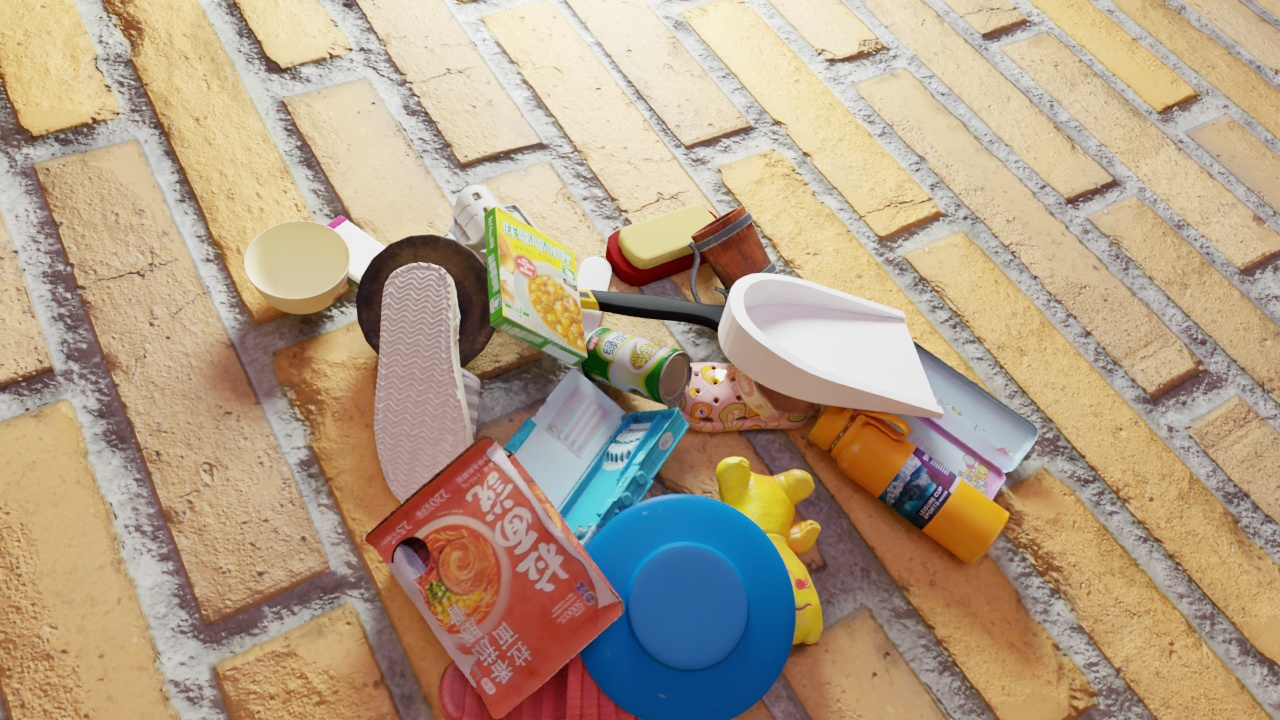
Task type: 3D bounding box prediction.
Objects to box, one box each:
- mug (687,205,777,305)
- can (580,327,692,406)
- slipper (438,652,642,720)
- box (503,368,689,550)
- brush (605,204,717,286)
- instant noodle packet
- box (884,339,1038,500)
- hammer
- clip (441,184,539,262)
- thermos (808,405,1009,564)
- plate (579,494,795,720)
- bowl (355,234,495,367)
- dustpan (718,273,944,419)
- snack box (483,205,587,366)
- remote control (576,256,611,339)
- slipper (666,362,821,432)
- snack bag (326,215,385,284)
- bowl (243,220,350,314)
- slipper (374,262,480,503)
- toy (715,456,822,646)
[{"bbox_3d":[0.112,-0.124,1.194,0.117,0.081,0.111,-32,99,-1],"label":"mug"},{"bbox_3d":[-0.006,0.006,1.080,0.121,0.067,0.067,18,51,34],"label":"can"},{"bbox_3d":[-0.071,0.318,0.892,0.248,0.059,0.103,2,56,-7],"label":"slipper"},{"bbox_3d":[-0.066,0.129,1.012,0.168,0.087,0.226,20,54,24],"label":"box"},{"bbox_3d":[0.038,-0.161,1.240,0.173,0.042,0.082,-22,63,-22],"label":"brush"},{"bbox_3d":[-0.138,0.211,0.899,0.164,0.084,0.221,-40,67,-3],"label":"instant noodle packet"},{"bbox_3d":[0.370,0.078,1.143,0.214,0.041,0.151,38,71,15],"label":"box"},{"bbox_3d":[-0.053,-0.075,1.155,0.323,0.029,0.126,7,55,2],"label":"hammer"},{"bbox_3d":[-0.210,-0.171,1.164,0.151,0.105,0.126,-16,36,-19],"label":"clip"},{"bbox_3d":[0.312,0.130,1.069,0.233,0.076,0.091,37,98,15],"label":"thermos"},{"bbox_3d":[0.045,0.240,0.895,0.224,0.024,0.224,2,71,-7],"label":"plate"},{"bbox_3d":[-0.244,-0.064,1.075,0.162,0.070,0.162,0,91,-1],"label":"bowl"},{"bbox_3d":[0.225,-0.030,1.102,0.257,0.053,0.191,7,41,-8],"label":"dustpan"},{"bbox_3d":[-0.123,-0.087,1.075,0.132,0.027,0.167,27,41,-42],"label":"snack box"},{"bbox_3d":[-0.067,-0.080,1.185,0.043,0.013,0.136,13,55,-2],"label":"remote control"},{"bbox_3d":[0.130,0.031,1.107,0.197,0.082,0.093,3,55,-11],"label":"slipper"},{"bbox_3d":[-0.332,-0.113,1.158,0.196,0.016,0.070,34,55,12],"label":"snack bag"},{"bbox_3d":[-0.405,-0.098,1.099,0.118,0.074,0.117,5,56,-7],"label":"bowl"},{"bbox_3d":[-0.237,0.027,1.015,0.114,0.054,0.272,-6,84,1],"label":"slipper"},{"bbox_3d":[0.122,0.206,0.983,0.134,0.088,0.193,9,63,-20],"label":"toy"}]
